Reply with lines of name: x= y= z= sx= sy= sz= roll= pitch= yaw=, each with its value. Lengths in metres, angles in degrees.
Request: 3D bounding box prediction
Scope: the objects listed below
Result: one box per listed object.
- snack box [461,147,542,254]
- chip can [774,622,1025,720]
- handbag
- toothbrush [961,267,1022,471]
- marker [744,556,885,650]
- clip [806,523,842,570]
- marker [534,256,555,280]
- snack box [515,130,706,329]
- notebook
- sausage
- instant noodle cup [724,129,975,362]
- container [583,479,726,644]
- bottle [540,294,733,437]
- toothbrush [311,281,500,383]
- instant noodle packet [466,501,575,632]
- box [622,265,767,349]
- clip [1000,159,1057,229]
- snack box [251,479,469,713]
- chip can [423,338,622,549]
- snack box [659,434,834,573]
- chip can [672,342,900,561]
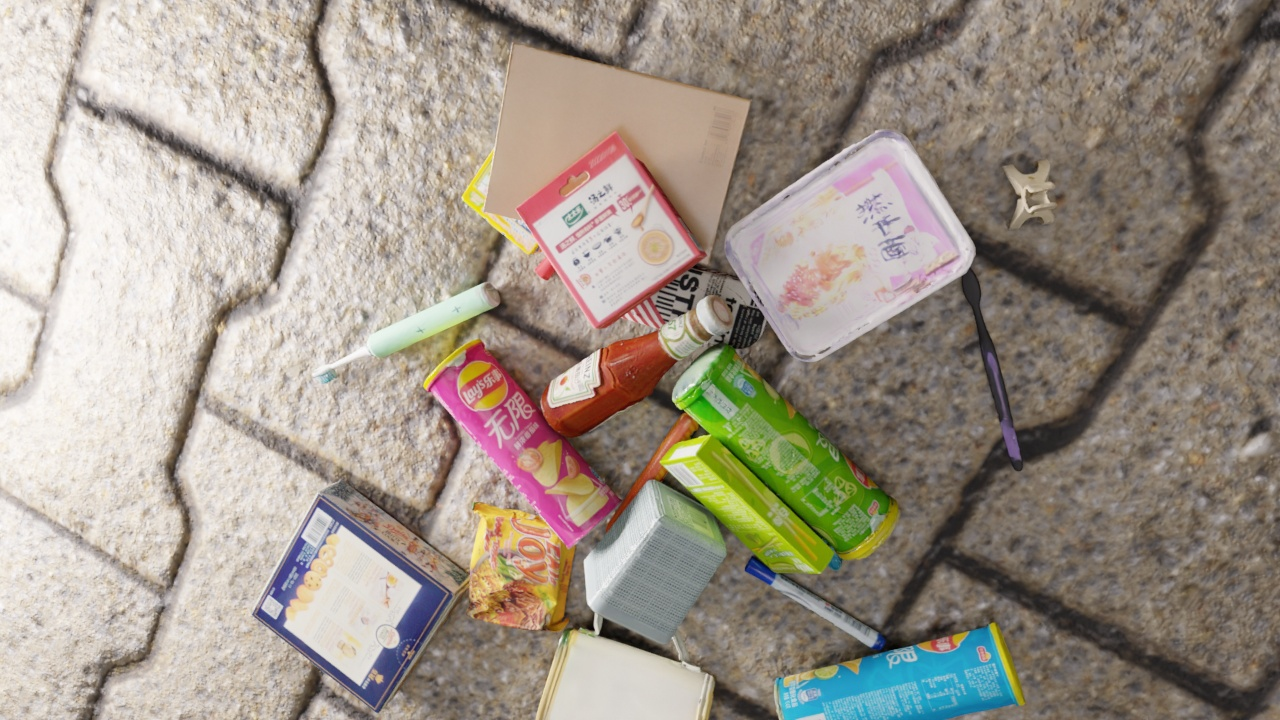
snack box: x=-0.092 y=-0.178 z=0.844 sx=0.087 sy=0.033 sz=0.141 roll=39 pitch=106 yaw=4
chip can: x=0.233 y=0.301 z=0.839 sx=0.211 sy=0.071 sz=0.071 roll=-21 pitch=95 yaw=18
handbag: x=-0.006 y=0.317 z=0.917 sx=0.163 sy=0.063 sz=0.178 roll=16 pitch=90 yaw=11
toothbrush: x=0.305 y=0.008 z=0.793 sx=0.014 sy=0.016 sz=0.189 roll=-13 pitch=101 yaw=28
marker: x=0.165 y=0.231 z=0.870 sx=0.146 sy=0.016 sz=0.017 roll=30 pitch=107 yaw=6
clip: x=0.172 y=0.168 z=0.854 sx=0.015 sy=0.049 sz=0.057 roll=-29 pitch=87 yaw=19
marker: x=-0.049 y=-0.133 z=0.850 sx=0.017 sy=0.017 sz=0.145 roll=42 pitch=108 yaw=3
snack box: x=-0.025 y=-0.110 z=0.792 sx=0.113 sy=0.044 sz=0.127 roll=-34 pitch=87 yaw=14
notebook: x=-0.023 y=-0.179 z=0.807 sx=0.211 sy=0.012 sz=0.150 roll=13 pitch=109 yaw=-1
sausage: x=0.011 y=0.113 z=0.882 sx=0.021 sy=0.021 sz=0.165 roll=34 pitch=108 yaw=5
instant noodle cup: x=0.174 y=-0.096 z=0.778 sx=0.174 sy=0.060 sz=0.138 roll=-33 pitch=92 yaw=17
container: x=0.015 y=0.183 z=0.853 sx=0.090 sy=0.090 sz=0.111 roll=29 pitch=105 yaw=-16
bottle: x=-0.005 y=0.005 z=0.820 sx=0.207 sy=0.059 sz=0.060 roll=-33 pitch=92 yaw=33
toothbrush: x=-0.239 y=-0.025 z=0.916 sx=0.225 sy=0.026 sz=0.027 roll=-22 pitch=117 yaw=17
instant noodle packet: x=-0.121 y=0.208 z=0.926 sx=0.111 sy=0.044 sz=0.128 roll=8 pitch=103 yaw=8
box: x=0.034 y=-0.055 z=0.824 sx=0.164 sy=0.059 sz=0.072 roll=13 pitch=125 yaw=10
clip: x=0.311 y=-0.120 z=0.726 sx=0.035 sy=0.102 sz=0.094 roll=-6 pitch=124 yaw=14
snack box: x=-0.300 y=0.252 z=0.979 sx=0.182 sy=0.045 sz=0.178 roll=35 pitch=108 yaw=5
chip can: x=-0.111 y=0.079 z=0.879 sx=0.071 sy=0.071 sz=0.210 roll=-43 pitch=88 yaw=18
snack box: x=0.093 y=0.132 z=0.824 sx=0.156 sy=0.086 sz=0.026 roll=44 pitch=68 yaw=-6
chip can: x=0.125 y=0.078 z=0.806 sx=0.221 sy=0.072 sz=0.073 roll=43 pitch=108 yaw=-5
